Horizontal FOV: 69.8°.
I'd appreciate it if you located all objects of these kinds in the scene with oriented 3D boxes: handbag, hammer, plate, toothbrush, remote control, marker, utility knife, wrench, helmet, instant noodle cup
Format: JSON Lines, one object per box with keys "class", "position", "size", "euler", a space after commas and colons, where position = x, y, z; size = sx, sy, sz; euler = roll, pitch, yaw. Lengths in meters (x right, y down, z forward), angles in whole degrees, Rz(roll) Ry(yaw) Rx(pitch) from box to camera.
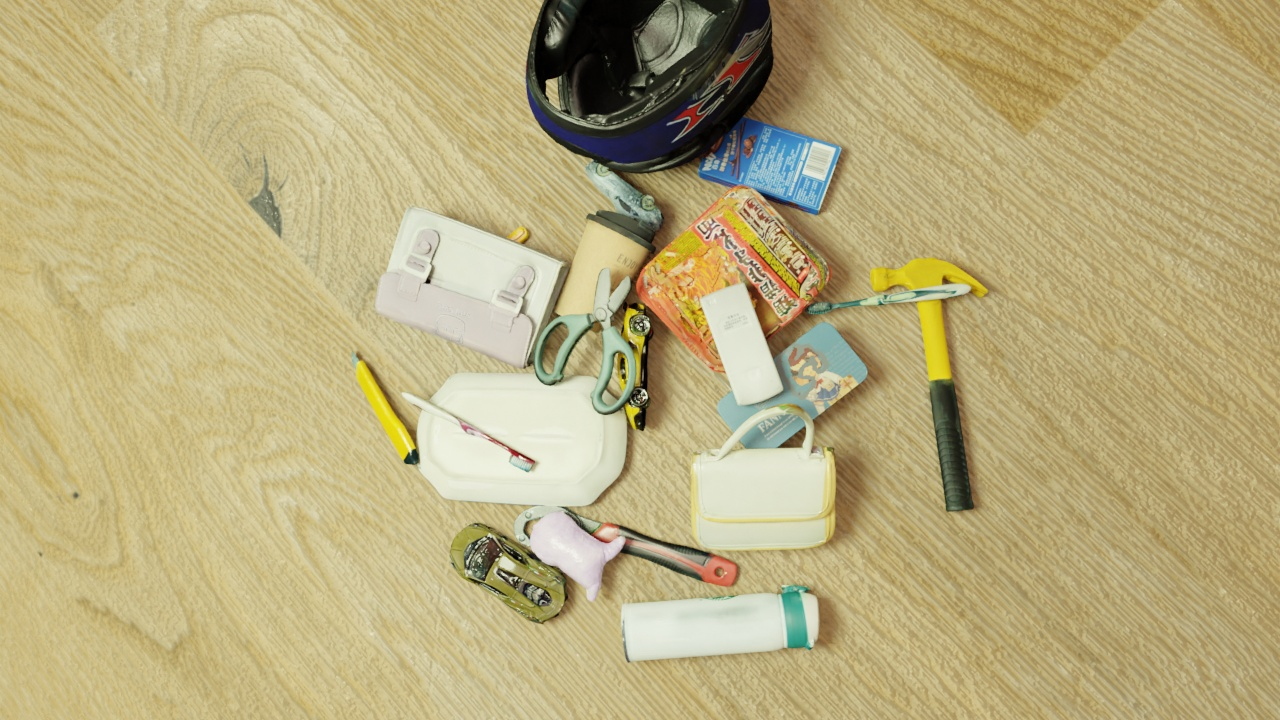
{"class": "handbag", "position": [-0.204, -0.087, 1.107], "size": [0.197, 0.098, 0.145], "euler": [20, 100, 2]}
{"class": "hammer", "position": [0.354, 0.026, 1.078], "size": [0.129, 0.033, 0.300], "euler": [-6, 83, 6]}
{"class": "plate", "position": [-0.149, 0.092, 1.107], "size": [0.266, 0.034, 0.162], "euler": [2, 80, 9]}
{"class": "toothbrush", "position": [0.288, -0.072, 1.070], "size": [0.192, 0.018, 0.016], "euler": [-7, 82, 5]}
{"class": "remote control", "position": [0.115, -0.017, 1.041], "size": [0.056, 0.019, 0.135], "euler": [-21, 88, 5]}
{"class": "marker", "position": [-0.190, -0.124, 1.156], "size": [0.124, 0.015, 0.018], "euler": [-41, 75, 2]}
{"class": "utility knife", "position": [-0.318, 0.058, 1.136], "size": [0.173, 0.015, 0.033], "euler": [57, 134, 14]}
{"class": "toothbrush", "position": [-0.207, 0.083, 1.092], "size": [0.187, 0.016, 0.017], "euler": [27, 95, 12]}
{"class": "wrench", "position": [-0.019, 0.221, 1.097], "size": [0.273, 0.016, 0.056], "euler": [12, 88, 7]}
{"class": "helmet", "position": [0.009, -0.332, 1.043], "size": [0.247, 0.240, 0.315], "euler": [30, 77, 13]}
{"class": "handbag", "position": [0.136, 0.131, 1.026], "size": [0.163, 0.063, 0.179], "euler": [-2, 119, 5]}
{"class": "instant noodle cup", "position": [0.109, -0.091, 1.091], "size": [0.189, 0.079, 0.164], "euler": [-42, 82, 0]}

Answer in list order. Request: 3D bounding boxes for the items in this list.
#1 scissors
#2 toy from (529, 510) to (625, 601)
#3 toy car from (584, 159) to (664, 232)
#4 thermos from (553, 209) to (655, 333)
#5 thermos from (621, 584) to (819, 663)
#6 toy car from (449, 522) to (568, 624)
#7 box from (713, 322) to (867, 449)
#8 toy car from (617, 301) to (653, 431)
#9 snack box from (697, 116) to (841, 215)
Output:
{"class": "scissors", "position": [-0.068, -0.028, 1.067], "size": [0.170, 0.019, 0.177], "euler": [5, 97, 25]}
{"class": "toy", "position": [-0.079, 0.219, 1.077], "size": [0.108, 0.039, 0.084], "euler": [30, 85, 14]}
{"class": "toy car", "position": [-0.021, -0.201, 1.129], "size": [0.120, 0.054, 0.037], "euler": [41, 86, 9]}
{"class": "thermos", "position": [-0.045, -0.109, 1.107], "size": [0.093, 0.093, 0.143], "euler": [27, 93, 8]}
{"class": "thermos", "position": [0.093, 0.301, 1.053], "size": [0.224, 0.073, 0.073], "euler": [-6, 83, 4]}
{"class": "toy car", "position": [-0.159, 0.254, 1.096], "size": [0.158, 0.042, 0.070], "euler": [28, 86, 11]}
{"class": "box", "position": [0.172, 0.040, 1.079], "size": [0.184, 0.062, 0.090], "euler": [-40, 81, -2]}
{"class": "toy car", "position": [-0.006, 0.006, 1.094], "size": [0.041, 0.071, 0.155], "euler": [0, 84, 4]}
{"class": "snack box", "position": [0.158, -0.244, 1.131], "size": [0.157, 0.026, 0.084], "euler": [20, 85, 7]}
